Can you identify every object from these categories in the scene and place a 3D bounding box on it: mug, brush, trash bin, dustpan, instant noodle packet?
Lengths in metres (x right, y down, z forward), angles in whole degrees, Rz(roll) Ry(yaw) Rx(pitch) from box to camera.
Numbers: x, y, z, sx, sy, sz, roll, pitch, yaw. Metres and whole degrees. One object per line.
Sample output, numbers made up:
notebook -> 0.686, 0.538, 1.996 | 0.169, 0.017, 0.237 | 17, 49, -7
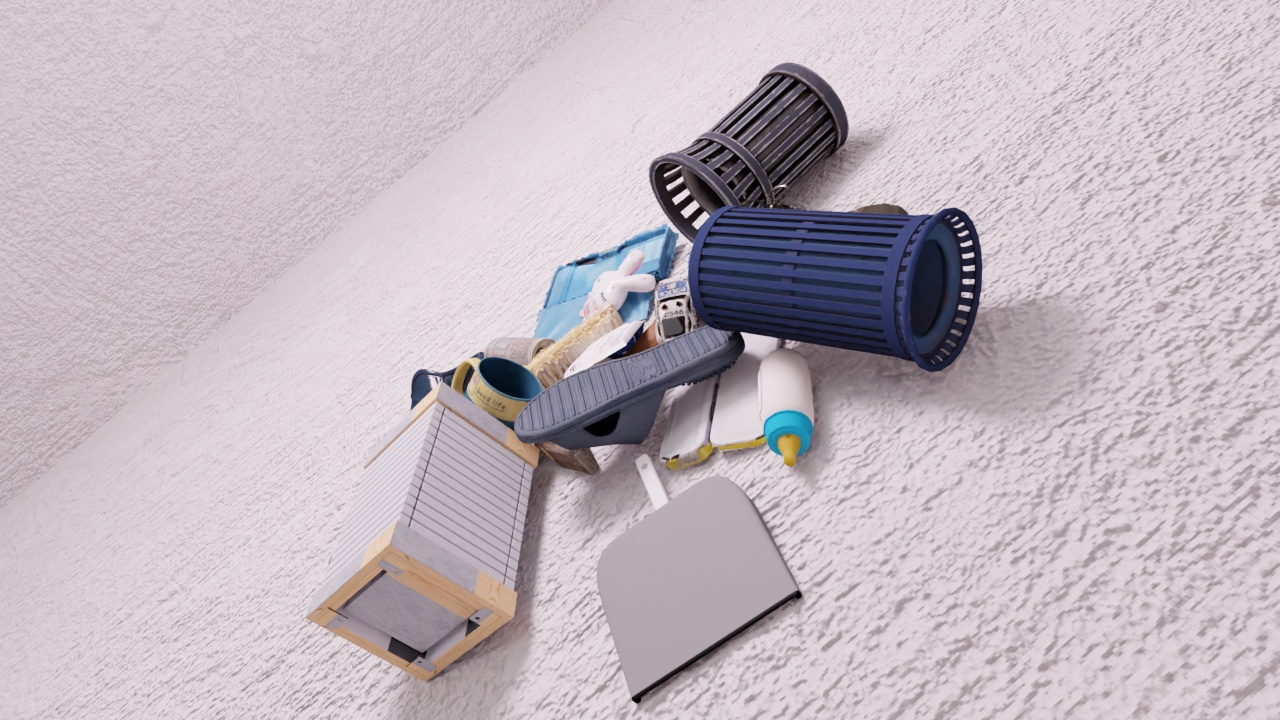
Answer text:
mug -> -0.186, 0.052, 1.108 | 0.113, 0.083, 0.107 | 42, 120, 24
brush -> -0.127, 0.026, 1.195 | 0.271, 0.056, 0.083 | -37, 15, 4
trash bin -> -0.220, 0.176, 0.975 | 0.143, 0.142, 0.246 | -41, 25, 25
trash bin -> 0.171, -0.077, 0.863 | 0.250, 0.139, 0.139 | 12, 56, 42
dustpan -> 0.031, 0.166, 0.840 | 0.163, 0.033, 0.257 | -35, 38, 7
trash bin -> 0.149, -0.266, 1.197 | 0.227, 0.164, 0.164 | -44, 28, -16
instant noodle packet -> -0.041, -0.012, 1.074 | 0.087, 0.026, 0.134 | -30, 8, 16

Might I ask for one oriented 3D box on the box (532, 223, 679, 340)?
box -> -0.059, -0.096, 1.327 | 0.232, 0.033, 0.174 | -14, 45, 38

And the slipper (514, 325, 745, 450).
slipper -> -0.004, 0.046, 0.980 | 0.264, 0.082, 0.101 | -23, 24, 4

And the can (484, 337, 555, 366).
can -> -0.168, -0.006, 1.301 | 0.136, 0.054, 0.054 | 3, 49, 51

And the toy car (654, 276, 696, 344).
toy car -> 0.040, -0.061, 1.076 | 0.048, 0.040, 0.112 | -11, 47, 10

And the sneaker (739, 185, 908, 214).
sneaker -> 0.167, -0.147, 1.012 | 0.239, 0.143, 0.100 | -20, 33, 31

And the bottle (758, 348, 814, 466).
bottle -> 0.137, 0.048, 0.863 | 0.051, 0.051, 0.145 | -26, 31, 23

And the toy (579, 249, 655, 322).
toy -> -0.039, -0.095, 1.253 | 0.126, 0.037, 0.075 | -34, 46, 20

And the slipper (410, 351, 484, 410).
slipper -> -0.299, 0.050, 1.315 | 0.109, 0.083, 0.264 | -31, 22, 27

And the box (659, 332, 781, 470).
box -> 0.090, 0.026, 0.984 | 0.130, 0.034, 0.209 | -19, 34, 28

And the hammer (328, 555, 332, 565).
hammer -> -0.270, 0.156, 1.210 | 0.119, 0.031, 0.330 | 1, 41, 29

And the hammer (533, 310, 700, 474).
hammer -> -0.007, 0.007, 1.108 | 0.300, 0.037, 0.158 | -46, 29, -11
